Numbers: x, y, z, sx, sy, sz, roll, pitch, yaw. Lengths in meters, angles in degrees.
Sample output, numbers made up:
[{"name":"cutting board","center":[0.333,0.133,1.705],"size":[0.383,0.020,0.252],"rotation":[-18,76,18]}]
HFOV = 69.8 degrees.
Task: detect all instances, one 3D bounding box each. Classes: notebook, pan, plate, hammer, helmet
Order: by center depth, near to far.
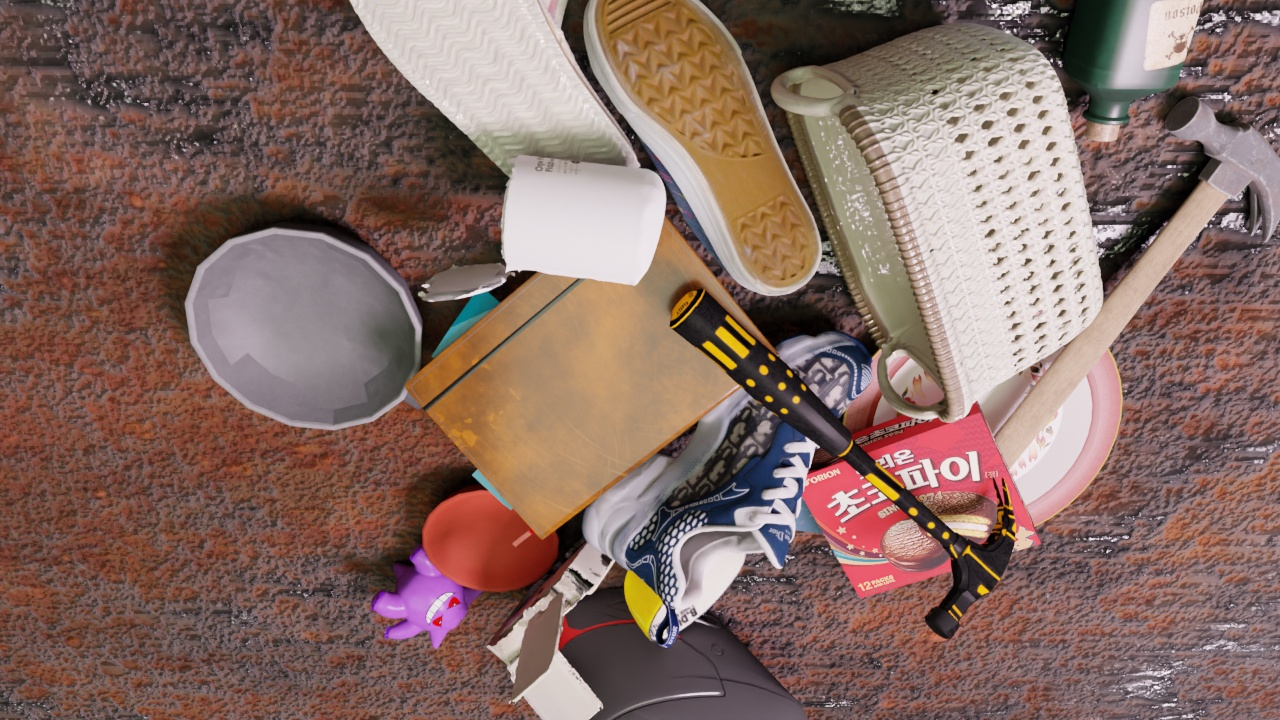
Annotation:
[{"name":"hammer","center":[0.149,0.060,0.663],"size":[0.320,0.036,0.123],"rotation":[41,75,-10]},{"name":"notebook","center":[-0.050,0.006,0.686],"size":[0.249,0.014,0.178],"rotation":[-38,99,11]},{"name":"hammer","center":[0.356,-0.026,0.702],"size":[0.119,0.030,0.332],"rotation":[24,110,-16]},{"name":"pan","center":[-0.189,0.021,0.748],"size":[0.357,0.041,0.179],"rotation":[37,115,-20]},{"name":"plate","center":[0.281,0.051,0.764],"size":[0.230,0.021,0.230],"rotation":[0,113,-1]},{"name":"helmet","center":[0.033,0.335,0.871],"size":[0.264,0.169,0.165],"rotation":[18,120,-12]}]

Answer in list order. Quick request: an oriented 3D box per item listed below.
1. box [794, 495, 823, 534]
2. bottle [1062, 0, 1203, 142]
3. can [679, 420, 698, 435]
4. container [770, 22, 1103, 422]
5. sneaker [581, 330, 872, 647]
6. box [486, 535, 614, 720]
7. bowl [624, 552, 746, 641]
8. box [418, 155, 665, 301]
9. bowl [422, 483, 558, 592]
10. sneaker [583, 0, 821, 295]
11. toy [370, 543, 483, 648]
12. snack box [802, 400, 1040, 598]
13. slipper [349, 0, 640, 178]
[{"name":"box","center":[0.153,0.133,0.815],"size":[0.209,0.049,0.066],"rotation":[11,125,-7]},{"name":"bottle","center":[0.314,-0.208,0.591],"size":[0.061,0.061,0.131],"rotation":[-1,122,-2]},{"name":"can","center":[-0.004,0.004,0.735],"size":[0.130,0.044,0.130],"rotation":[0,122,0]},{"name":"container","center":[0.193,-0.094,0.601],"size":[0.143,0.184,0.246],"rotation":[-26,120,4]},{"name":"sneaker","center":[0.087,0.096,0.708],"size":[0.269,0.132,0.103],"rotation":[-40,142,4]},{"name":"box","center":[-0.065,0.238,0.802],"size":[0.095,0.185,0.146],"rotation":[32,123,-17]},{"name":"bowl","center":[0.031,0.186,0.825],"size":[0.117,0.067,0.117],"rotation":[-33,149,-23]},{"name":"box","center":[-0.069,-0.082,0.616],"size":[0.162,0.084,0.112],"rotation":[9,118,0]},{"name":"bowl","center":[-0.135,0.155,0.836],"size":[0.122,0.035,0.122],"rotation":[0,122,0]},{"name":"sneaker","center":[0.041,-0.150,0.627],"size":[0.087,0.079,0.235],"rotation":[-35,101,-8]},{"name":"toy","center":[-0.200,0.222,0.867],"size":[0.088,0.056,0.106],"rotation":[43,79,-18]},{"name":"snack box","center":[0.223,0.113,0.748],"size":[0.152,0.035,0.133],"rotation":[-24,111,20]},{"name":"slipper","center":[-0.091,-0.204,0.603],"size":[0.115,0.052,0.263],"rotation":[-29,128,13]}]
